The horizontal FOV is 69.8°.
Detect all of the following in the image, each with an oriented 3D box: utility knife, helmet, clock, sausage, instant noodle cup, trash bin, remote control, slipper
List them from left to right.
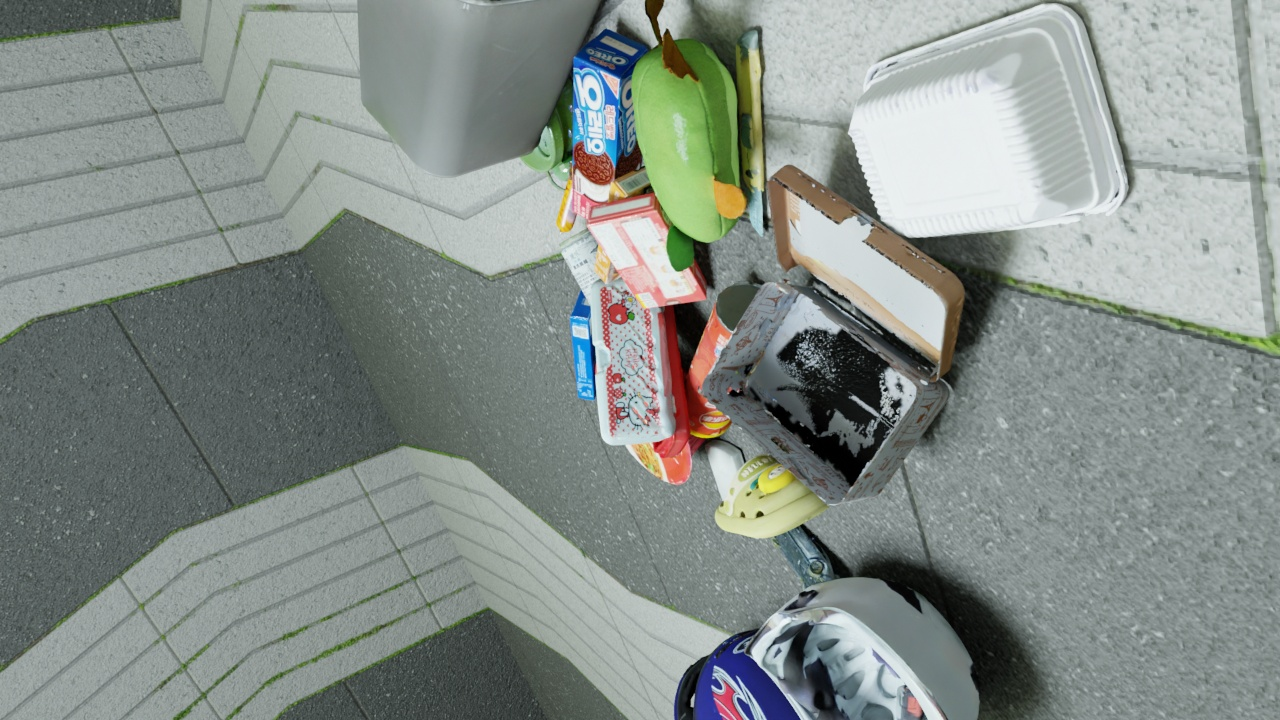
[{"bbox_3d":[-0.165,-0.318,0.878,0.198,0.198,0.220,49,142,17],"label":"trash bin"},{"bbox_3d":[-0.108,-0.264,1.049,0.116,0.056,0.161,32,145,44],"label":"clock"},{"bbox_3d":[-0.066,-0.211,1.016,0.021,0.021,0.165,42,127,31],"label":"sausage"},{"bbox_3d":[0.023,0.060,1.169,0.194,0.065,0.194,42,149,31],"label":"instant noodle cup"},{"bbox_3d":[0.121,0.162,1.162,0.056,0.019,0.135,18,133,54],"label":"remote control"},{"bbox_3d":[0.100,-0.195,0.806,0.031,0.020,0.195,42,156,44],"label":"utility knife"},{"bbox_3d":[0.136,0.152,1.045,0.081,0.091,0.191,64,156,0],"label":"slipper"},{"bbox_3d":[0.173,0.459,1.158,0.315,0.246,0.241,51,147,44],"label":"helmet"},{"bbox_3d":[0.252,0.320,0.957,0.229,0.145,0.259,52,145,11],"label":"helmet"},{"bbox_3d":[0.213,-0.140,0.605,0.174,0.060,0.138,5,123,61],"label":"instant noodle cup"}]

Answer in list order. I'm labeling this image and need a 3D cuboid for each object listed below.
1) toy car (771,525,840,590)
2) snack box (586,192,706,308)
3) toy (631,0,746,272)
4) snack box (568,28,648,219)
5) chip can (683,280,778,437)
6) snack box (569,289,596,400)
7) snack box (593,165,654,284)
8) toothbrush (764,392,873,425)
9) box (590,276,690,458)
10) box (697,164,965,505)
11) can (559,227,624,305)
[{"bbox_3d":[0.193,0.229,1.091,0.120,0.036,0.054,53,157,34],"label":"toy car"},{"bbox_3d":[0.010,-0.108,0.942,0.075,0.025,0.153,-8,146,21],"label":"snack box"},{"bbox_3d":[0.042,-0.201,0.806,0.247,0.090,0.226,75,177,-47],"label":"toy"},{"bbox_3d":[-0.034,-0.229,0.940,0.058,0.057,0.208,30,147,17],"label":"snack box"},{"bbox_3d":[0.091,0.005,0.979,0.073,0.073,0.217,49,153,18],"label":"chip can"},{"bbox_3d":[-0.065,-0.029,1.210,0.026,0.084,0.157,9,138,9],"label":"snack box"},{"bbox_3d":[-0.005,-0.147,0.972,0.026,0.075,0.154,51,154,19],"label":"snack box"},{"bbox_3d":[0.174,0.047,0.939,0.190,0.016,0.014,14,123,57],"label":"toothbrush"},{"bbox_3d":[-0.008,0.005,1.024,0.095,0.101,0.201,114,153,-63],"label":"box"},{"bbox_3d":[0.165,-0.017,0.764,0.179,0.130,0.273,42,141,31],"label":"box"},{"bbox_3d":[-0.041,-0.090,1.122,0.147,0.058,0.058,62,155,-6],"label":"can"}]
